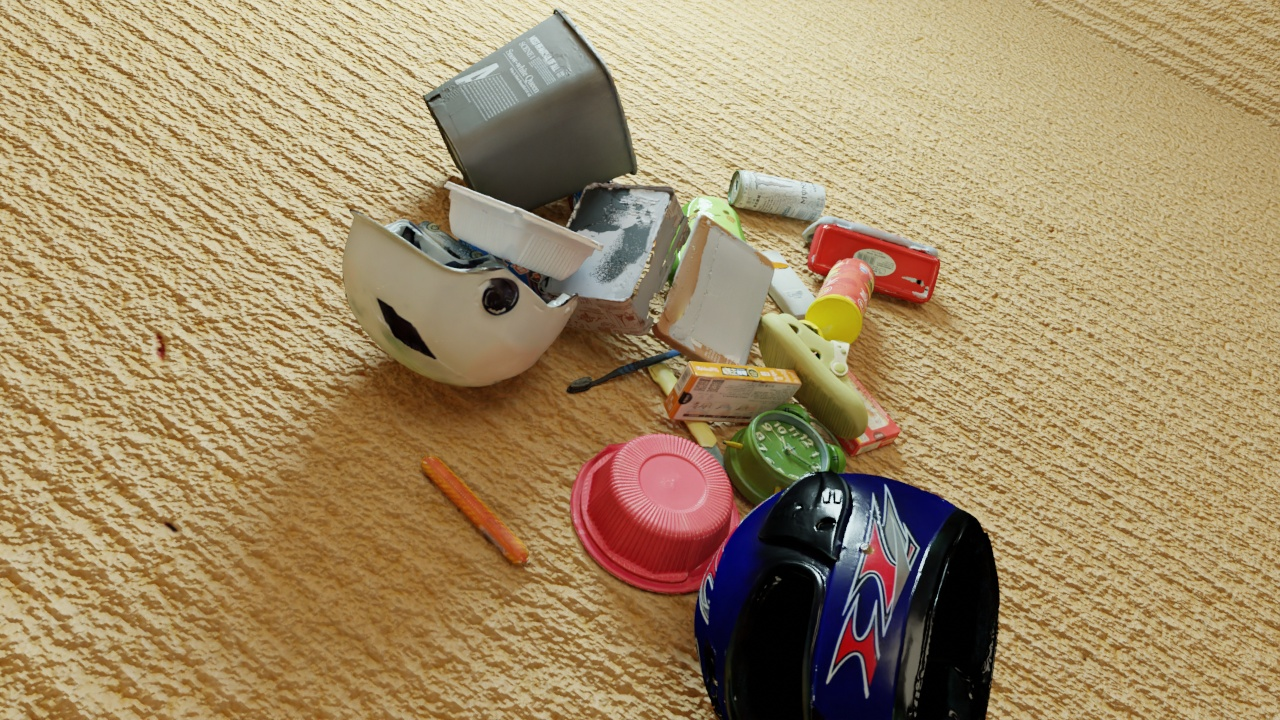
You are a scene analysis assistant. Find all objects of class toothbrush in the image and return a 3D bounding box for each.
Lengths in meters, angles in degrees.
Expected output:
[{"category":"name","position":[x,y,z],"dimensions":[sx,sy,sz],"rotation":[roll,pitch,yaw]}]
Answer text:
[{"category":"toothbrush","position":[-0.007,0.007,1.118],"dimensions":[0.189,0.016,0.014],"rotation":[-19,55,-28]}]

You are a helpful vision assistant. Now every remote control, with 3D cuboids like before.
[{"category":"remote control","position":[0.207,-0.107,1.322],"dimensions":[0.056,0.019,0.135],"rotation":[-11,52,-29]}]

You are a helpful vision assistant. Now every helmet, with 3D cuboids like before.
[{"category":"helmet","position":[0.164,0.239,0.797],"dimensions":[0.241,0.247,0.314],"rotation":[-4,25,33]},{"category":"helmet","position":[-0.211,-0.054,0.988],"dimensions":[0.229,0.146,0.258],"rotation":[27,7,40]}]

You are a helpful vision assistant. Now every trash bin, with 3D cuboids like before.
[{"category":"trash bin","position":[-0.149,-0.315,1.229],"dimensions":[0.219,0.199,0.199],"rotation":[-27,55,-7]}]

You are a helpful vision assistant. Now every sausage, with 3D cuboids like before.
[{"category":"sausage","position":[-0.167,0.148,0.921],"dimensions":[0.165,0.022,0.021],"rotation":[41,47,19]}]

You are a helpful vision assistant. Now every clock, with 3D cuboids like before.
[{"category":"clock","position":[0.172,0.109,1.060],"dimensions":[0.160,0.056,0.116],"rotation":[-20,62,-41]}]

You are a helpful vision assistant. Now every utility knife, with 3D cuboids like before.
[{"category":"utility knife","position":[0.057,0.064,1.094],"dimensions":[0.030,0.020,0.195],"rotation":[-14,47,-25]}]

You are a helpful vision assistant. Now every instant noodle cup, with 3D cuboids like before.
[{"category":"instant noodle cup","position":[0.025,0.146,0.968],"dimensions":[0.193,0.066,0.193],"rotation":[10,44,-10]},{"category":"instant noodle cup","position":[-0.143,-0.144,1.058],"dimensions":[0.138,0.060,0.173],"rotation":[17,8,-46]}]

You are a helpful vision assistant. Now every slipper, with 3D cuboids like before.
[{"category":"slipper","position":[0.222,0.012,1.132],"dimensions":[0.081,0.092,0.190],"rotation":[-29,64,-22]}]

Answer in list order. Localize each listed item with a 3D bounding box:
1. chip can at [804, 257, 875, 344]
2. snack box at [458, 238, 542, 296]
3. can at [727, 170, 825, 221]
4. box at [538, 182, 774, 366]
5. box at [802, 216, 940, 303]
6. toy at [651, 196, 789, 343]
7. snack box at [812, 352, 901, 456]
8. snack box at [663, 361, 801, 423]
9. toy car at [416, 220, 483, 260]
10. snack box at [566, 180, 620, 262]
[{"category":"chip can","position":[0.275,-0.081,1.244],"dimensions":[0.073,0.073,0.216],"rotation":[29,26,8]},{"category":"snack box","position":[-0.156,-0.119,1.187],"dimensions":[0.084,0.026,0.157],"rotation":[-26,60,-39]},{"category":"can","position":[0.215,-0.260,1.449],"dimensions":[0.146,0.058,0.058],"rotation":[8,45,-14]},{"category":"box","position":[0.027,-0.104,1.118],"dimensions":[0.272,0.131,0.178],"rotation":[20,65,2]},{"category":"box","position":[0.346,-0.154,1.403],"dimensions":[0.201,0.095,0.101],"rotation":[15,2,-8]},{"category":"toy","position":[0.095,-0.137,1.257],"dimensions":[0.227,0.090,0.246],"rotation":[10,48,-14]},{"category":"snack box","position":[0.258,0.051,1.180],"dimensions":[0.075,0.026,0.153],"rotation":[-13,53,-31]},{"category":"snack box","position":[0.109,0.040,1.082],"dimensions":[0.153,0.075,0.026],"rotation":[4,44,-29]},{"category":"toy car","position":[-0.239,-0.126,1.142],"dimensions":[0.120,0.054,0.036],"rotation":[35,43,15]},{"category":"snack box","position":[-0.066,-0.227,1.308],"dimensions":[0.058,0.057,0.207],"rotation":[-1,48,-18]}]
